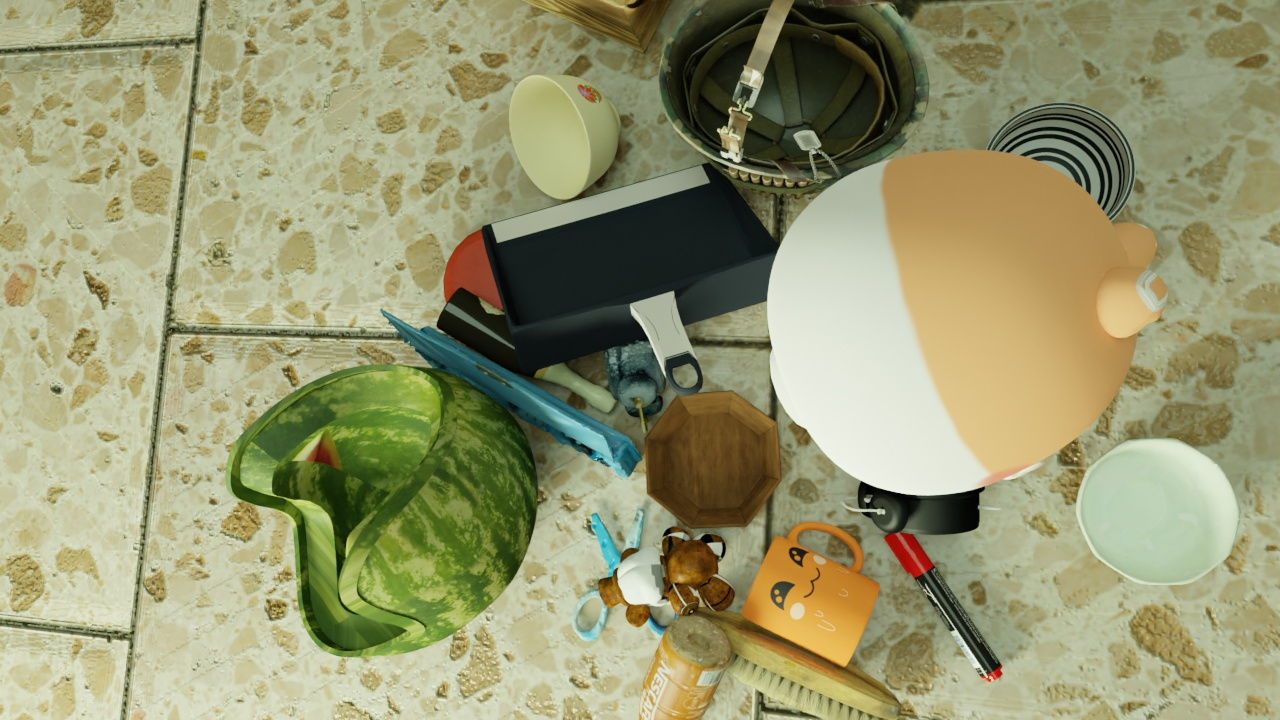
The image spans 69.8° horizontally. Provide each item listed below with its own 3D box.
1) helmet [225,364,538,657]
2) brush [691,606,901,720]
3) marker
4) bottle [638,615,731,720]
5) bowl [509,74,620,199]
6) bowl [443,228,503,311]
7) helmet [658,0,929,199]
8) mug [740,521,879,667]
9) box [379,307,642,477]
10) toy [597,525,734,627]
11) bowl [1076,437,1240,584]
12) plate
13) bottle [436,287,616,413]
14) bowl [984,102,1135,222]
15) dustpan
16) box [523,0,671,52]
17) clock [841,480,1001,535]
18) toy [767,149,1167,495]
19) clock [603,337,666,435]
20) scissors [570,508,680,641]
[{"bbox_3d":[-0.203,0.129,0.800,0.213,0.248,0.242,29,55,28],"label":"helmet"},{"bbox_3d":[0.128,0.268,0.799,0.195,0.059,0.043,20,99,19],"label":"brush"},{"bbox_3d":[0.263,0.210,0.795,0.024,0.021,0.145,-39,76,29],"label":"marker"},{"bbox_3d":[0.026,0.300,0.797,0.059,0.059,0.167,26,116,14],"label":"bottle"},{"bbox_3d":[-0.061,-0.224,0.888,0.073,0.118,0.118,-29,74,-36],"label":"bowl"},{"bbox_3d":[-0.146,-0.081,0.915,0.122,0.035,0.122,-2,83,13],"label":"bowl"},{"bbox_3d":[0.125,-0.234,0.763,0.224,0.236,0.192,22,83,32],"label":"helmet"},{"bbox_3d":[0.154,0.194,0.801,0.096,0.078,0.112,24,58,14],"label":"mug"},{"bbox_3d":[-0.112,0.029,0.824,0.231,0.174,0.033,28,80,13],"label":"box"},{"bbox_3d":[0.020,0.195,0.824,0.113,0.067,0.087,-24,45,17],"label":"toy"},{"bbox_3d":[0.414,0.122,0.750,0.117,0.061,0.117,-2,83,13],"label":"bowl"},{"bbox_3d":[0.068,0.092,0.848,0.131,0.025,0.131,-2,80,13],"label":"plate"},{"bbox_3d":[-0.104,-0.004,0.876,0.184,0.045,0.045,31,91,-4],"label":"bottle"},{"bbox_3d":[0.353,-0.153,0.793,0.120,0.066,0.120,-2,83,13],"label":"bowl"},{"bbox_3d":[-0.002,-0.069,0.785,0.236,0.080,0.272,-17,61,-6],"label":"dustpan"},{"bbox_3d":[-0.037,-0.482,0.849,0.259,0.220,0.279,28,88,12],"label":"box"},{"bbox_3d":[0.232,0.118,0.778,0.121,0.091,0.042,-3,93,-1],"label":"clock"},{"bbox_3d":[0.239,-0.030,0.697,0.281,0.262,0.266,-18,103,31],"label":"toy"},{"bbox_3d":[-0.005,0.005,0.845,0.052,0.090,0.129,-5,76,6],"label":"clock"},{"bbox_3d":[-0.008,0.206,0.863,0.127,0.012,0.137,17,85,14],"label":"scissors"}]
